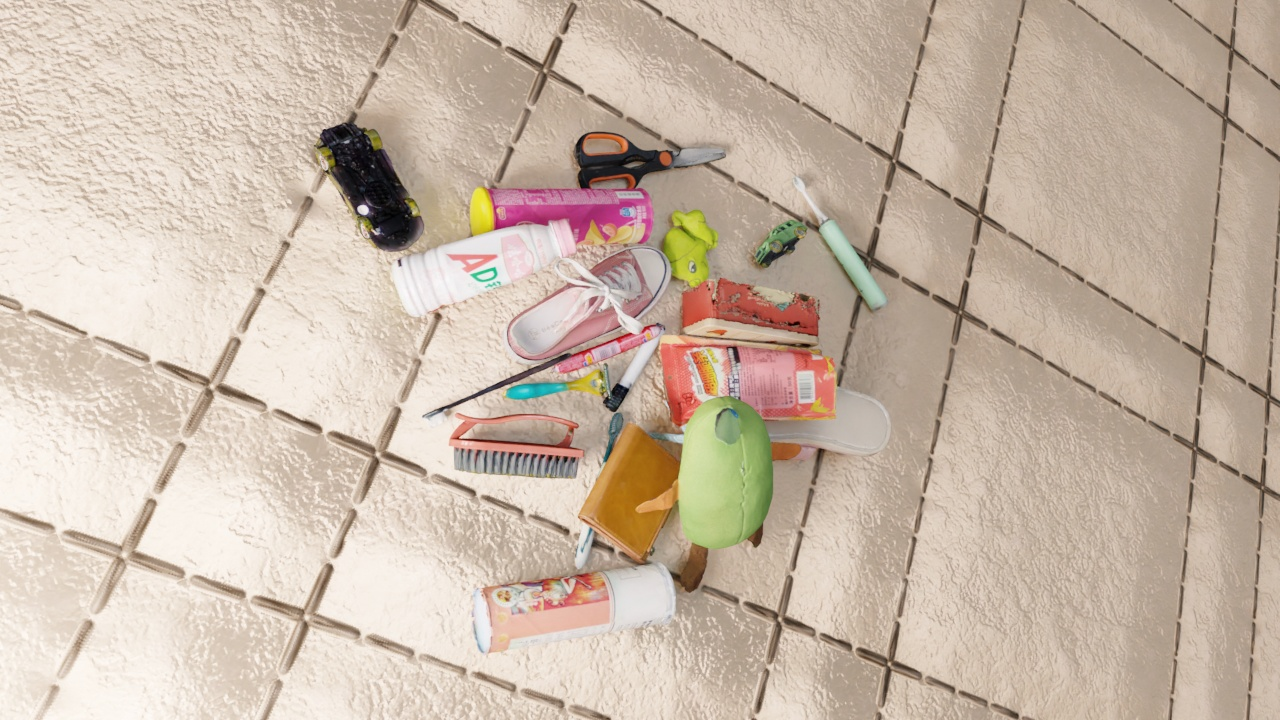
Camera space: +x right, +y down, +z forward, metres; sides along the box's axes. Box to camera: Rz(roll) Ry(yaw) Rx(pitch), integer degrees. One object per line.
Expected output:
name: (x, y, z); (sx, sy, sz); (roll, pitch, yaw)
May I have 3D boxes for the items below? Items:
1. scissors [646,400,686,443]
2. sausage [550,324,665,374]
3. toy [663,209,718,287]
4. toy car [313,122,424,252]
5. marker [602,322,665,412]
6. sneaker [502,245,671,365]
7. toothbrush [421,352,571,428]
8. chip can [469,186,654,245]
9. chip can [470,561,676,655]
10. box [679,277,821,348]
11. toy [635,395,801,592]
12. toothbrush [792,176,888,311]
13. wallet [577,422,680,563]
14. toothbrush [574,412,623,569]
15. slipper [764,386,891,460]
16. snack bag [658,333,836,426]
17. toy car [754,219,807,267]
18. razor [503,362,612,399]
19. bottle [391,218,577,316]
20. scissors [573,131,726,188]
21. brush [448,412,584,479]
scissors: (0.068, 0.104, 1.116); (0.133, 0.017, 0.125); (4, 110, -1)
sausage: (-0.038, -0.013, 1.100); (0.155, 0.020, 0.020); (-22, 88, -20)
toy: (0.062, -0.146, 1.182); (0.099, 0.031, 0.096); (-41, 97, -32)
toy car: (-0.299, -0.189, 1.012); (0.070, 0.042, 0.158); (-29, 90, -28)
marker: (-0.007, 0.007, 1.120); (0.022, 0.018, 0.130); (35, 66, -10)
sneaker: (-0.050, -0.072, 1.078); (0.240, 0.088, 0.118); (-30, 91, -27)
toothbrush: (-0.157, 0.031, 1.024); (0.180, 0.016, 0.018); (-26, 95, -16)
chip can: (-0.091, -0.170, 1.092); (0.210, 0.072, 0.071); (-5, 80, -27)
chip can: (-0.072, 0.268, 0.996); (0.214, 0.071, 0.071); (-2, 79, -26)
box: (0.141, -0.062, 1.165); (0.168, 0.091, 0.079); (7, 77, -24)
toy: (0.097, 0.144, 1.062); (0.226, 0.090, 0.247); (-20, 126, -28)
toothbrush: (0.279, -0.165, 1.293); (0.026, 0.027, 0.224); (-35, 95, 1)
wallet: (0.001, 0.159, 1.070); (0.119, 0.035, 0.130); (43, 58, -25)
toothbrush: (-0.047, 0.148, 1.066); (0.016, 0.018, 0.191); (22, 68, -19)
slipper: (0.191, 0.071, 1.176); (0.274, 0.055, 0.114); (9, 70, -13)
snack bag: (0.130, 0.025, 1.110); (0.207, 0.073, 0.128); (1, 54, -8)
toy car: (0.188, -0.159, 1.237); (0.036, 0.043, 0.091); (48, 53, 9)
razor: (-0.096, 0.031, 1.064); (0.132, 0.028, 0.043); (-7, 92, -23)
bottle: (-0.168, -0.108, 1.003); (0.197, 0.068, 0.068); (-19, 86, -4)
scissors: (0.020, -0.245, 1.195); (0.234, 0.022, 0.136); (10, 81, -28)
brush: (-0.138, 0.092, 1.011); (0.145, 0.063, 0.069); (6, 87, -22)
